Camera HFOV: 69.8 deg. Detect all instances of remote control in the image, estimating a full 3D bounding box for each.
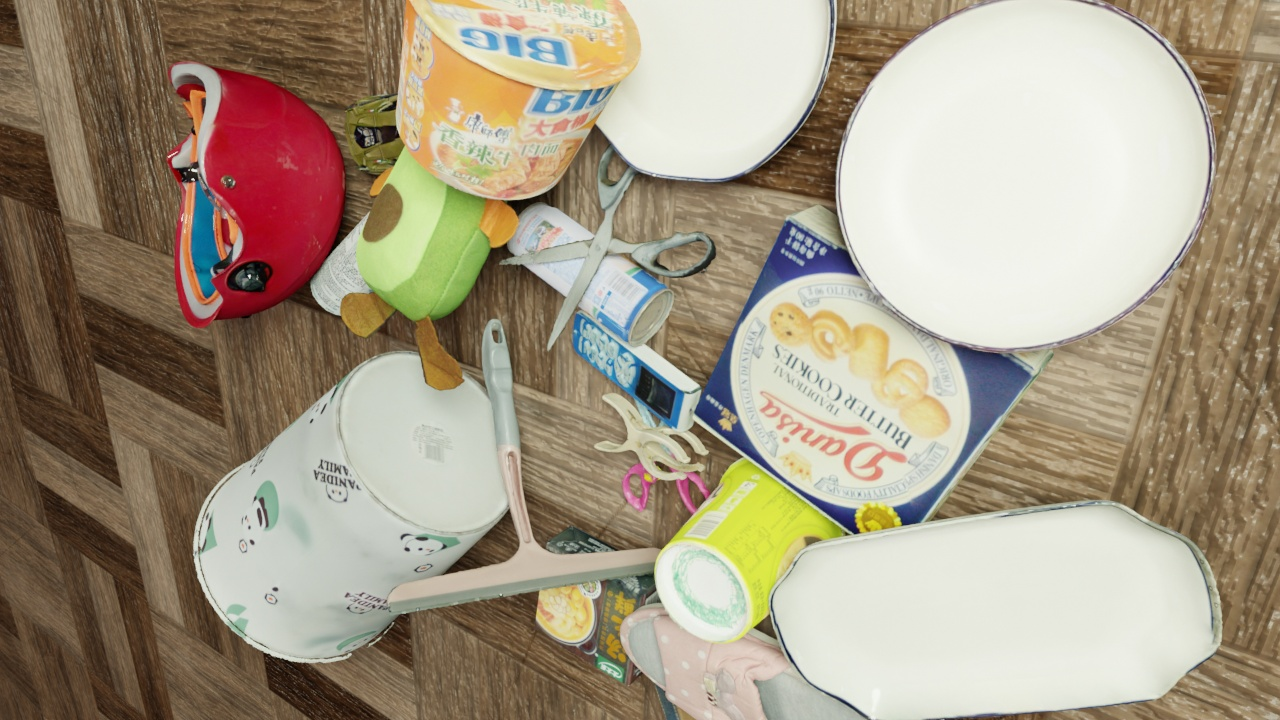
[{"bbox_3d":[-0.004,0.004,0.734,0.125,0.024,0.049,38,143,25],"label":"remote control"}]

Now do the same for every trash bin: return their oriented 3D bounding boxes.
[{"bbox_3d":[-0.259,0.131,0.870,0.253,0.228,0.229,-39,83,34],"label":"trash bin"}]

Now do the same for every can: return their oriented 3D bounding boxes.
[{"bbox_3d":[-0.041,-0.070,0.721,0.134,0.053,0.053,37,127,19],"label":"can"},{"bbox_3d":[-0.255,-0.097,0.868,0.147,0.058,0.058,-31,88,41],"label":"can"}]

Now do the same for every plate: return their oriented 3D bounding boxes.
[{"bbox_3d":[0.208,-0.102,0.513,0.193,0.039,0.192,4,99,29],"label":"plate"},{"bbox_3d":[0.217,0.159,0.591,0.266,0.034,0.162,-16,112,25],"label":"plate"},{"bbox_3d":[0.038,-0.221,0.605,0.205,0.045,0.205,15,117,31],"label":"plate"}]

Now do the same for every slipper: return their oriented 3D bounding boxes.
[{"bbox_3d":[0.097,0.263,0.714,0.275,0.054,0.114,11,122,29],"label":"slipper"}]

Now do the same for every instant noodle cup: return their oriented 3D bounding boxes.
[{"bbox_3d":[-0.089,-0.185,0.598,0.151,0.151,0.112,46,137,13],"label":"instant noodle cup"},{"bbox_3d":[0.075,0.144,0.677,0.112,0.123,0.112,15,117,32],"label":"instant noodle cup"}]

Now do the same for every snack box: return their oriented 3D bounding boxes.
[{"bbox_3d":[-0.037,0.233,0.852,0.113,0.053,0.126,21,115,29],"label":"snack box"},{"bbox_3d":[0.146,0.018,0.623,0.178,0.045,0.183,36,126,20],"label":"snack box"}]

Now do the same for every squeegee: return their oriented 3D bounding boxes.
[{"bbox_3d":[-0.111,0.081,0.798,0.040,0.247,0.249,-46,52,55],"label":"squeegee"}]

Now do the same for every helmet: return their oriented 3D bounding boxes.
[{"bbox_3d":[-0.357,-0.147,0.862,0.207,0.143,0.241,51,133,38],"label":"helmet"}]

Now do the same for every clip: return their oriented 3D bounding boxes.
[{"bbox_3d":[0.006,0.064,0.743,0.100,0.034,0.070,23,114,35],"label":"clip"}]

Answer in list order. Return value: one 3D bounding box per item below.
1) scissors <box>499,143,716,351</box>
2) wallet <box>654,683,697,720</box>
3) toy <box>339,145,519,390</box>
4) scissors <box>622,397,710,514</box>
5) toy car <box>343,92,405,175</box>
[{"bbox_3d":[-0.025,-0.083,0.682,0.159,0.014,0.178,28,97,23],"label":"scissors"},{"bbox_3d":[0.072,0.301,0.807,0.116,0.033,0.090,-18,96,37],"label":"wallet"},{"bbox_3d":[-0.160,-0.112,0.717,0.227,0.089,0.247,26,99,41],"label":"toy"},{"bbox_3d":[0.023,0.077,0.761,0.118,0.017,0.133,28,120,29],"label":"scissors"},{"bbox_3d":[-0.197,-0.200,0.795,0.158,0.042,0.070,1,110,34],"label":"toy car"}]
